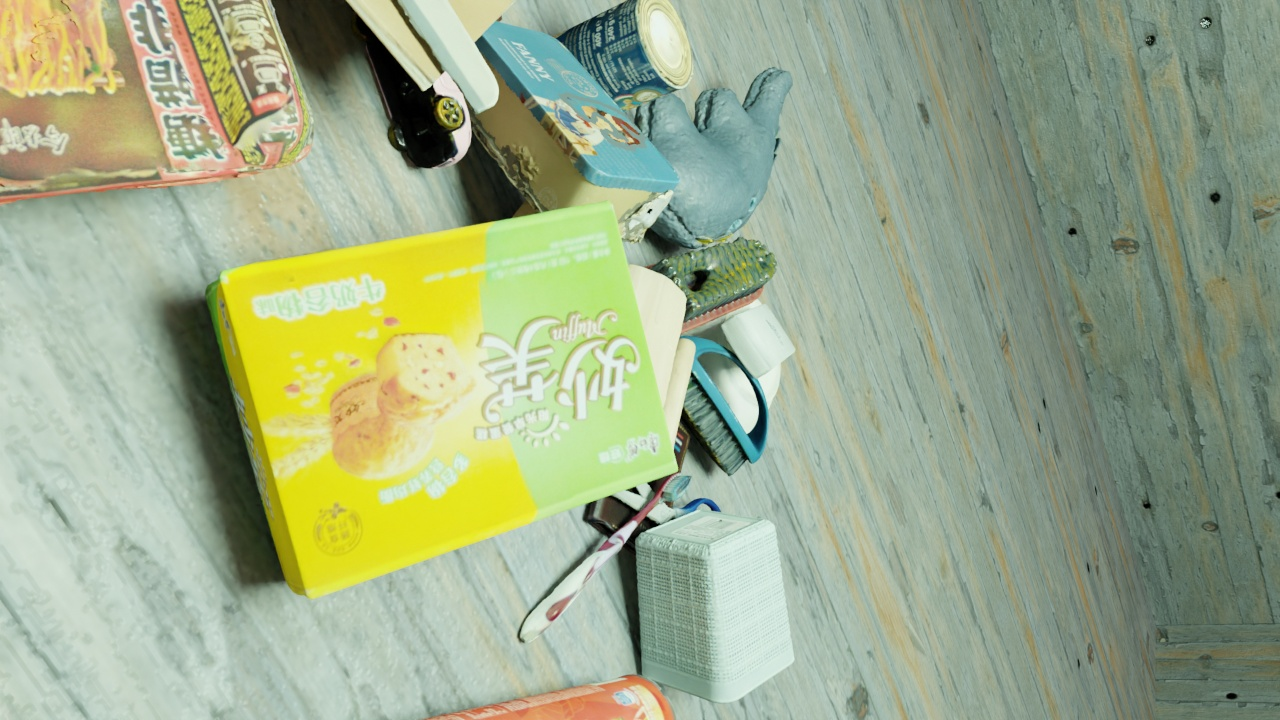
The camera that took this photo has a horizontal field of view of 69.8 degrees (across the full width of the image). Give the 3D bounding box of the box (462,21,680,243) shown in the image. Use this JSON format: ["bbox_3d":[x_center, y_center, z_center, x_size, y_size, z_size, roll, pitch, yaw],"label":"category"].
[{"bbox_3d":[-0.059,-0.158,0.615,0.089,0.059,0.184,-10,56,-50],"label":"box"}]

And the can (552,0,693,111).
[{"bbox_3d":[-0.023,-0.228,0.707,0.075,0.111,0.075,23,61,-51],"label":"can"}]

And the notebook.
[{"bbox_3d":[-0.146,-0.253,0.542,0.149,0.012,0.211,47,27,-22],"label":"notebook"}]

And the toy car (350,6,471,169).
[{"bbox_3d":[-0.140,-0.181,0.573,0.037,0.056,0.122,-30,104,-51],"label":"toy car"}]

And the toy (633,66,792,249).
[{"bbox_3d":[0.054,-0.171,0.808,0.355,0.091,0.138,-36,129,-50],"label":"toy"}]

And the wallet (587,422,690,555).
[{"bbox_3d":[0.001,0.090,0.726,0.096,0.020,0.122,44,49,-40],"label":"wallet"}]

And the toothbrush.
[{"bbox_3d":[-0.019,0.136,0.652,0.187,0.017,0.016,-40,119,-40],"label":"toothbrush"}]

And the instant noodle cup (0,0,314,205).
[{"bbox_3d":[-0.247,-0.145,0.385,0.188,0.079,0.164,-28,102,-56],"label":"instant noodle cup"}]

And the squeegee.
[{"bbox_3d":[-0.105,-0.277,0.582,0.246,0.039,0.246,56,25,-4],"label":"squeegee"}]

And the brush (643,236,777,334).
[{"bbox_3d":[0.056,-0.064,0.791,0.145,0.069,0.063,-23,78,-43],"label":"brush"}]

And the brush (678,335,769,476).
[{"bbox_3d":[0.068,0.034,0.784,0.144,0.073,0.055,56,1,-30],"label":"brush"}]

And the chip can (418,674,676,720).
[{"bbox_3d":[-0.064,0.232,0.539,0.216,0.073,0.073,13,69,-54],"label":"chip can"}]

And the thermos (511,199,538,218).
[{"bbox_3d":[-0.066,-0.064,0.623,0.093,0.093,0.143,54,32,-30],"label":"thermos"}]

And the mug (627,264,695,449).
[{"bbox_3d":[-0.004,0.004,0.674,0.124,0.084,0.103,40,56,-42],"label":"mug"}]

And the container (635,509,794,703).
[{"bbox_3d":[0.052,0.176,0.683,0.089,0.090,0.111,-14,100,-44],"label":"container"}]

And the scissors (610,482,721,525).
[{"bbox_3d":[0.020,0.134,0.721,0.169,0.012,0.146,2,86,-54],"label":"scissors"}]

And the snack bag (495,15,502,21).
[{"bbox_3d":[-0.113,-0.302,0.676,0.045,0.026,0.105,35,52,-56],"label":"snack bag"}]

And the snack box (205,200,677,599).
[{"bbox_3d":[-0.098,0.013,0.484,0.209,0.070,0.157,-16,93,-27],"label":"snack box"}]

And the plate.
[{"bbox_3d":[0.094,-0.009,0.878,0.164,0.034,0.163,49,43,-36],"label":"plate"}]

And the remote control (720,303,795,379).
[{"bbox_3d":[0.105,-0.019,0.811,0.056,0.019,0.135,58,20,3],"label":"remote control"}]
